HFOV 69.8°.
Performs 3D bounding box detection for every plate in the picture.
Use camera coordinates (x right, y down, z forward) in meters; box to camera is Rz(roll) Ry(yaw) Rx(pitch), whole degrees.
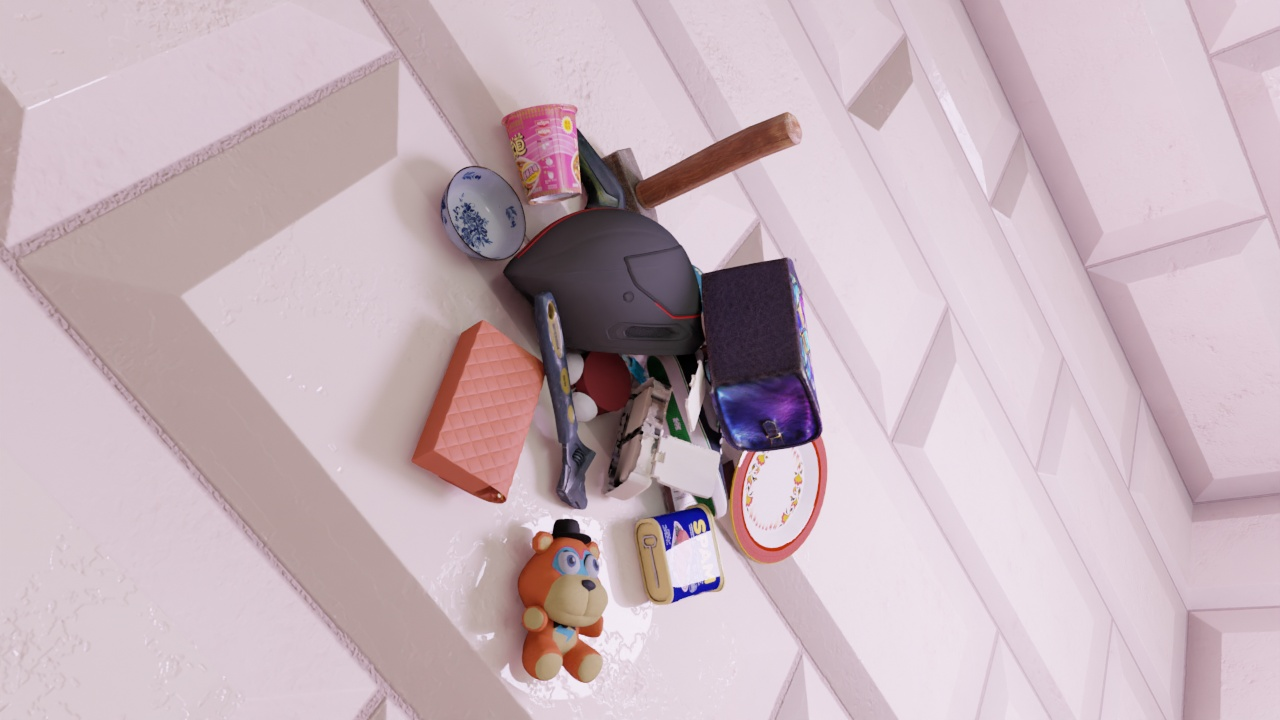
[{"bbox_3d":[0.205,0.188,1.371,0.229,0.021,0.230,-8,102,-43],"label":"plate"}]

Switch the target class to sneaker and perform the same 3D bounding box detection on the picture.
[{"bbox_3d":[0.084,0.092,1.215,0.079,0.084,0.235,-19,93,-23],"label":"sneaker"}]

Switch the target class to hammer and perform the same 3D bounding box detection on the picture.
[{"bbox_3d":[0.084,-0.247,1.211,0.037,0.302,0.158,-28,98,-49],"label":"hammer"}]

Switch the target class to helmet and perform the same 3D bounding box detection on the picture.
[{"bbox_3d":[-0.036,-0.100,1.121,0.264,0.164,0.170,1,99,-23],"label":"helmet"}]

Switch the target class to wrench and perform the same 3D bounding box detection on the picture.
[{"bbox_3d":[-0.091,0.052,1.073,0.073,0.022,0.273,-36,123,-51],"label":"wrench"}]

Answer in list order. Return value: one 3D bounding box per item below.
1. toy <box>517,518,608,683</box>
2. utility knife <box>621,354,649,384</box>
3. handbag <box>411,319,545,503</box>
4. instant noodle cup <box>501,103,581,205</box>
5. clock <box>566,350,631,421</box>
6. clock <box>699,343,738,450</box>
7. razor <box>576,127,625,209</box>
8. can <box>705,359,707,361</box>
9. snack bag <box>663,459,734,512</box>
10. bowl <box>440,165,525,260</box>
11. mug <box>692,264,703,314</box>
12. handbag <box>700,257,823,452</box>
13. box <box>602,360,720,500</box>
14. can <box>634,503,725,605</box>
[{"bbox_3d":[-0.088,0.264,1.016,0.112,0.096,0.175,19,52,-42],"label":"toy"},{"bbox_3d":[-0.007,0.007,1.185,0.151,0.015,0.022,54,36,-72],"label":"utility knife"},{"bbox_3d":[-0.171,0.059,1.008,0.109,0.060,0.171,35,50,-28],"label":"handbag"},{"bbox_3d":[-0.118,-0.258,1.161,0.097,0.098,0.108,-14,94,-49],"label":"instant noodle cup"},{"bbox_3d":[-0.062,0.029,1.152,0.124,0.044,0.087,-15,88,-49],"label":"clock"},{"bbox_3d":[0.109,0.039,1.291,0.157,0.073,0.121,40,70,-12],"label":"clock"},{"bbox_3d":[-0.068,-0.244,1.243,0.067,0.054,0.151,-31,94,-31],"label":"razor"},{"bbox_3d":[0.115,0.034,1.354,0.032,0.032,0.095,-17,89,-49],"label":"can"},{"bbox_3d":[0.088,0.183,1.285,0.157,0.013,0.057,-13,90,-48],"label":"snack bag"},{"bbox_3d":[-0.192,-0.166,1.076,0.114,0.045,0.114,18,64,-43],"label":"bowl"},{"bbox_3d":[0.035,-0.070,1.275,0.104,0.084,0.112,-27,126,-42],"label":"mug"},{"bbox_3d":[0.158,-0.005,1.181,0.222,0.125,0.204,58,25,-60],"label":"handbag"},{"bbox_3d":[0.048,0.097,1.116,0.106,0.193,0.143,21,64,-15],"label":"box"},{"bbox_3d":[0.050,0.250,1.181,0.092,0.057,0.116,-5,81,-39],"label":"can"}]
